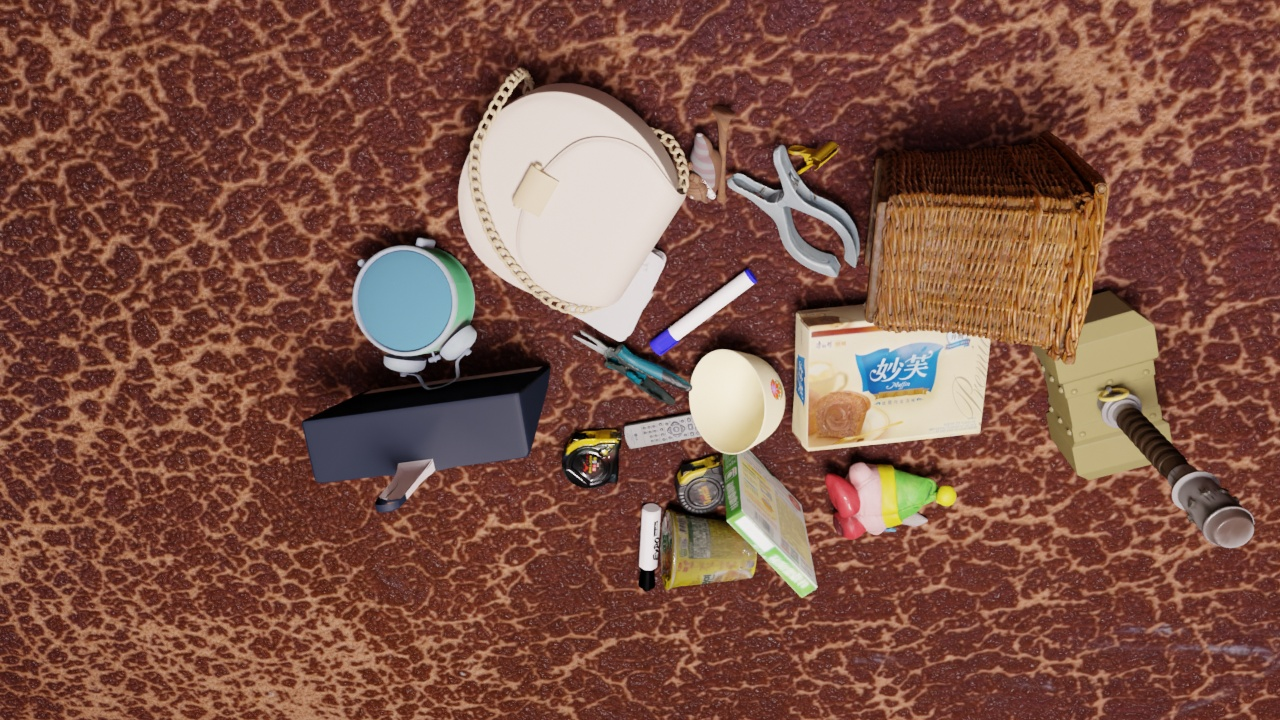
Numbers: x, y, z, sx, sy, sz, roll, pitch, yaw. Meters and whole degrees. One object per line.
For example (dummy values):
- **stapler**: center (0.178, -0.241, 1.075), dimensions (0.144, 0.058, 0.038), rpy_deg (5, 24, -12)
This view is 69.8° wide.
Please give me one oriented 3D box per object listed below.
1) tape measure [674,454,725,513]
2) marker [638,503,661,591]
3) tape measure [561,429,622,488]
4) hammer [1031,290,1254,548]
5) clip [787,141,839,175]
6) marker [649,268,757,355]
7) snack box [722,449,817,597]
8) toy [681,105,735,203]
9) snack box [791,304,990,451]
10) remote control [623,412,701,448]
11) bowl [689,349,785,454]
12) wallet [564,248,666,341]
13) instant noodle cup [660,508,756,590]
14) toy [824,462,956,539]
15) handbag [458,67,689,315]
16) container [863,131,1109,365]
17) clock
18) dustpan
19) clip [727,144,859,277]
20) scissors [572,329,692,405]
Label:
- **tape measure**: center (0.074, 0.155, 1.127), dimensions (0.062, 0.038, 0.067), rpy_deg (-16, 115, 2)
- **marker**: center (0.011, 0.242, 1.176), dimensions (0.025, 0.025, 0.126), rpy_deg (4, 114, 2)
- **tape measure**: center (-0.059, 0.119, 1.117), dimensions (0.072, 0.042, 0.071), rpy_deg (2, 116, -2)
- **hammer**: center (0.499, 0.078, 0.904), dimensions (0.101, 0.324, 0.190), rpy_deg (-17, 112, 11)
- **clip**: center (0.179, -0.207, 0.958), dimensions (0.046, 0.052, 0.035), rpy_deg (4, 123, 35)
- **marker**: center (0.071, -0.054, 1.042), dimensions (0.142, 0.020, 0.020), rpy_deg (-37, 107, 18)
- **snack box**: center (0.146, 0.175, 1.058), dimensions (0.027, 0.167, 0.132), rpy_deg (-39, 106, 18)
- **toy**: center (0.070, -0.210, 0.961), dimensions (0.054, 0.041, 0.102), rpy_deg (-12, 123, -15)
- **snack box**: center (0.277, 0.014, 1.021), dimensions (0.207, 0.055, 0.153), rpy_deg (-6, 114, -5)
- **remote control**: center (0.048, 0.080, 1.106), dimensions (0.136, 0.013, 0.033), rpy_deg (-10, 113, 9)
- **bowl**: center (0.123, 0.043, 1.046), dimensions (0.073, 0.118, 0.118), rpy_deg (-7, 122, -40)
- **wallet**: center (-0.026, -0.087, 1.030), dimensions (0.086, 0.032, 0.116), rpy_deg (33, 114, 1)
- **instant noodle cup**: center (0.083, 0.235, 1.137), dimensions (0.108, 0.102, 0.102), rpy_deg (3, 114, -6)
- **toy**: center (0.297, 0.171, 1.093), dimensions (0.131, 0.097, 0.124), rpy_deg (-21, 119, -8)
- **handbag**: center (-0.075, -0.172, 0.950), dimensions (0.208, 0.103, 0.211), rpy_deg (31, 115, -7)
- **container**: center (0.314, -0.119, 0.883), dimensions (0.183, 0.249, 0.162), rpy_deg (4, 114, 11)
- **clock**: center (-0.244, -0.048, 1.022), dimensions (0.122, 0.075, 0.161), rpy_deg (-18, 92, 11)
- **dustpan**: center (-0.229, 0.081, 0.978), dimensions (0.236, 0.272, 0.080), rpy_deg (-8, 98, 7)
- **clip**: center (0.180, -0.158, 0.956), dimensions (0.163, 0.027, 0.108), rpy_deg (39, 138, -19)
- **scissors**: center (-0.005, 0.011, 1.066), dimensions (0.122, 0.019, 0.149), rpy_deg (0, 140, 36)
